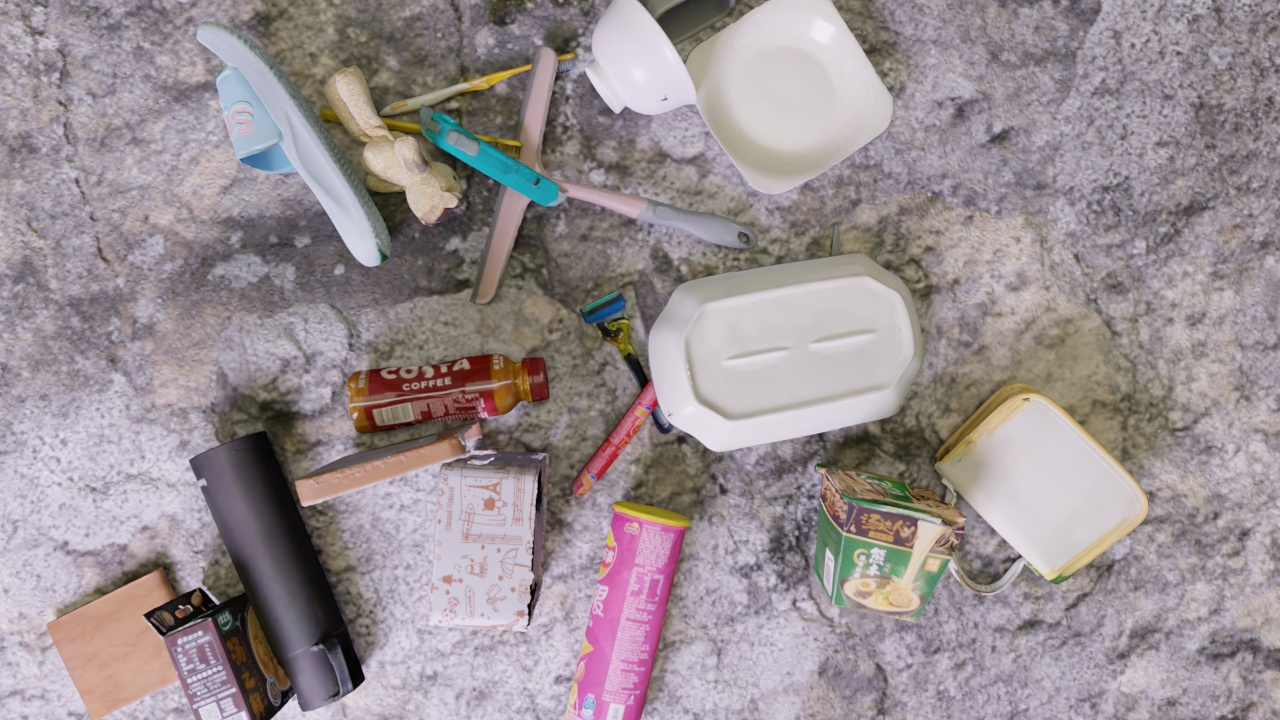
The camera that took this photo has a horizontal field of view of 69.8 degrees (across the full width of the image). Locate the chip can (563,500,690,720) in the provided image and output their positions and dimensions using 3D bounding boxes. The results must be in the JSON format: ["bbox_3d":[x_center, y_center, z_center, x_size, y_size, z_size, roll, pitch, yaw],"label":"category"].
[{"bbox_3d":[-0.014,0.237,0.824,0.071,0.071,0.210,14,88,-2],"label":"chip can"}]

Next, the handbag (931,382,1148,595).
[{"bbox_3d":[0.346,0.130,0.855,0.163,0.063,0.179,45,102,0],"label":"handbag"}]

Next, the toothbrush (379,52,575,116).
[{"bbox_3d":[-0.151,-0.255,0.860,0.191,0.016,0.018,-18,98,-3],"label":"toothbrush"}]

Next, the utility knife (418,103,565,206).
[{"bbox_3d":[-0.136,-0.182,0.827,0.157,0.013,0.029,30,101,2],"label":"utility knife"}]

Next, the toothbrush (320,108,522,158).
[{"bbox_3d":[-0.203,-0.210,0.847,0.190,0.015,0.016,11,98,4],"label":"toothbrush"}]

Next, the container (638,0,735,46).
[{"bbox_3d":[0.022,-0.362,0.835,0.090,0.090,0.114,-30,86,-4],"label":"container"}]

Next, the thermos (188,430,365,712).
[{"bbox_3d":[-0.311,0.182,0.807,0.068,0.090,0.242,-24,90,-43],"label":"thermos"}]

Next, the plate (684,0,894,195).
[{"bbox_3d":[0.136,-0.249,0.862,0.163,0.034,0.164,-32,90,-3],"label":"plate"}]

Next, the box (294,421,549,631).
[{"bbox_3d":[-0.178,0.128,0.764,0.193,0.183,0.156,2,88,-2],"label":"box"}]

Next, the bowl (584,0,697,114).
[{"bbox_3d":[-0.010,-0.259,0.816,0.065,0.118,0.118,-37,90,0],"label":"bowl"}]

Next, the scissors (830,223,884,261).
[{"bbox_3d":[0.183,-0.036,0.871,0.159,0.014,0.175,-25,87,-5],"label":"scissors"}]

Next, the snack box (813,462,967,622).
[{"bbox_3d":[0.209,0.164,0.820,0.117,0.118,0.105,13,98,-2],"label":"snack box"}]

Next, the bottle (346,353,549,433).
[{"bbox_3d":[-0.171,0.027,0.829,0.175,0.057,0.057,-7,88,-3],"label":"bottle"}]

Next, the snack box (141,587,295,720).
[{"bbox_3d":[-0.355,0.254,0.787,0.053,0.113,0.125,-21,90,-4],"label":"snack box"}]

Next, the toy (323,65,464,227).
[{"bbox_3d":[-0.221,-0.191,0.821,0.157,0.105,0.066,52,52,-16],"label":"toy"}]

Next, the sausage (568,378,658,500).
[{"bbox_3d":[-0.018,0.069,0.843,0.020,0.020,0.156,37,98,-1],"label":"sausage"}]

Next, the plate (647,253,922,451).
[{"bbox_3d":[0.140,-0.011,0.831,0.265,0.034,0.162,-9,87,-11],"label":"plate"}]

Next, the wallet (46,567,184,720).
[{"bbox_3d":[-0.464,0.256,0.831,0.115,0.020,0.101,-25,90,0],"label":"wallet"}]

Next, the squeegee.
[{"bbox_3d":[-0.008,-0.143,0.848,0.249,0.040,0.247,14,91,-4],"label":"squeegee"}]

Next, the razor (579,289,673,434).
[{"bbox_3d":[-0.005,0.005,0.855,0.043,0.022,0.143,-27,96,6],"label":"razor"}]

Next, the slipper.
[{"bbox_3d":[-0.310,-0.182,0.812,0.074,0.104,0.245,-34,96,-1],"label":"slipper"}]
